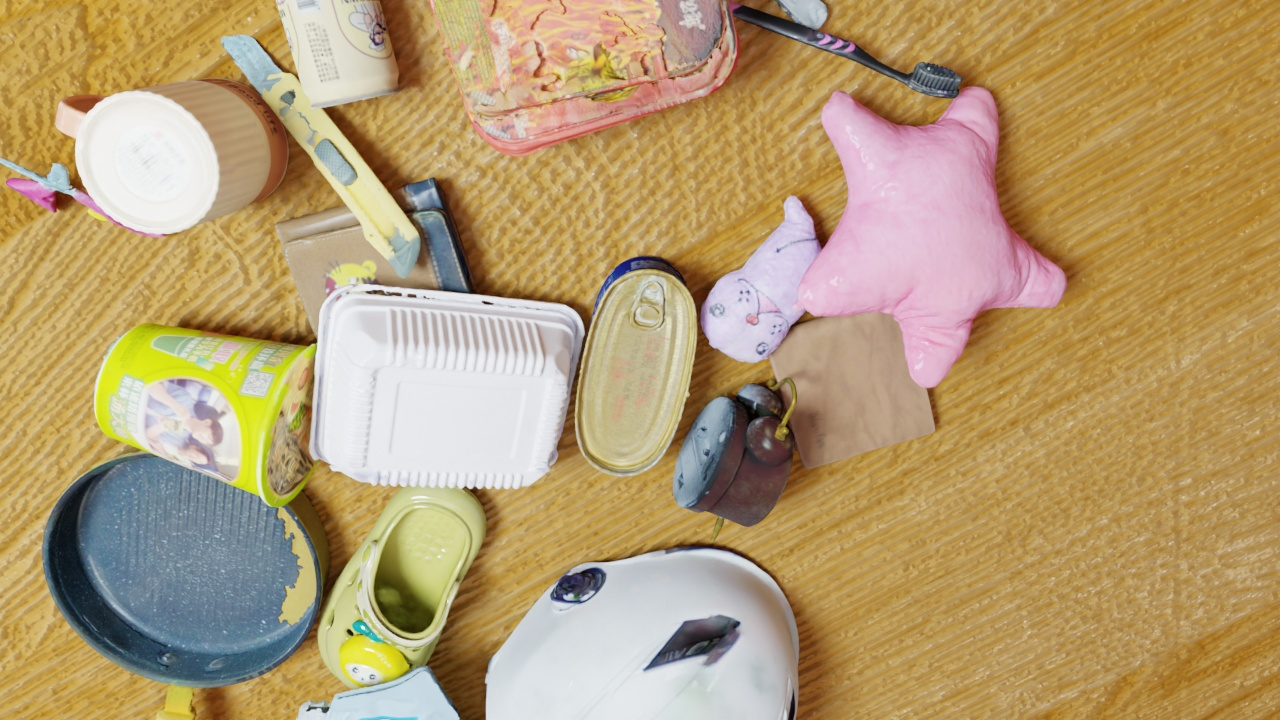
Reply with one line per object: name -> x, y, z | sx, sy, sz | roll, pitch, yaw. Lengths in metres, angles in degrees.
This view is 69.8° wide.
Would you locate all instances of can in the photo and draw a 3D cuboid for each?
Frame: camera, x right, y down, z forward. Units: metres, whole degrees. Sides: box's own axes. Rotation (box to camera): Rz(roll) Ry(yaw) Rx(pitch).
can -> -0.004, 0.004, 0.629 | 0.074, 0.049, 0.148 | 9, 109, -5
can -> -0.184, -0.212, 0.542 | 0.058, 0.058, 0.116 | -11, 110, 3

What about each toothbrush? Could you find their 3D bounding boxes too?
toothbrush -> 0.108, -0.199, 0.563 | 0.189, 0.018, 0.014 | 21, 64, 1

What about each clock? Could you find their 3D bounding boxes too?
clock -> 0.070, 0.062, 0.633 | 0.055, 0.082, 0.122 | 25, 115, -14

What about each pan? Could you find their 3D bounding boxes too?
pan -> -0.346, 0.230, 0.688 | 0.197, 0.078, 0.358 | 10, 109, -4

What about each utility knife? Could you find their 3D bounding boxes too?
utility knife -> -0.199, -0.133, 0.578 | 0.031, 0.020, 0.188 | -39, 86, -1

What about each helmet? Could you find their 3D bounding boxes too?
helmet -> 0.005, 0.271, 0.674 | 0.259, 0.145, 0.229 | -35, 107, 10

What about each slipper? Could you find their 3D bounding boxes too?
slipper -> -0.180, 0.175, 0.672 | 0.091, 0.081, 0.191 | 27, 104, -8

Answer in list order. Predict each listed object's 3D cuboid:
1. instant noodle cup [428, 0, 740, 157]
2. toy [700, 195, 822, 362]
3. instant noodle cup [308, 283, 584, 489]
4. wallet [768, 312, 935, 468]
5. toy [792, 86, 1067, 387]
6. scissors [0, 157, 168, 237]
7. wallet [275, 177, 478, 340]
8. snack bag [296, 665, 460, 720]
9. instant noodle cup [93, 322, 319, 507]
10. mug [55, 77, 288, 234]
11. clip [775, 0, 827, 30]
instant noodle cup -> -0.039, -0.227, 0.527 | 0.164, 0.079, 0.189 | -14, 108, 7
toy -> 0.090, -0.044, 0.616 | 0.108, 0.039, 0.084 | -44, 100, 5
instant noodle cup -> -0.123, 0.027, 0.603 | 0.173, 0.060, 0.138 | 4, 115, -22
wallet -> 0.150, 0.017, 0.654 | 0.101, 0.020, 0.115 | -18, 111, 8
toy -> 0.169, -0.084, 0.581 | 0.178, 0.074, 0.194 | -28, 99, -9
scissors -> -0.358, -0.106, 0.561 | 0.131, 0.133, 0.017 | 10, 78, 26
wallet -> -0.174, -0.065, 0.612 | 0.115, 0.033, 0.090 | -13, 111, 7
snack bag -> -0.176, 0.300, 0.705 | 0.110, 0.038, 0.191 | -11, 131, 12
instant noodle cup -> -0.281, 0.027, 0.607 | 0.123, 0.111, 0.112 | 15, 109, 2
mug -> -0.283, -0.129, 0.545 | 0.114, 0.105, 0.082 | 21, 108, -9
clip -> 0.092, -0.225, 0.564 | 0.058, 0.045, 0.027 | 40, 100, -24
